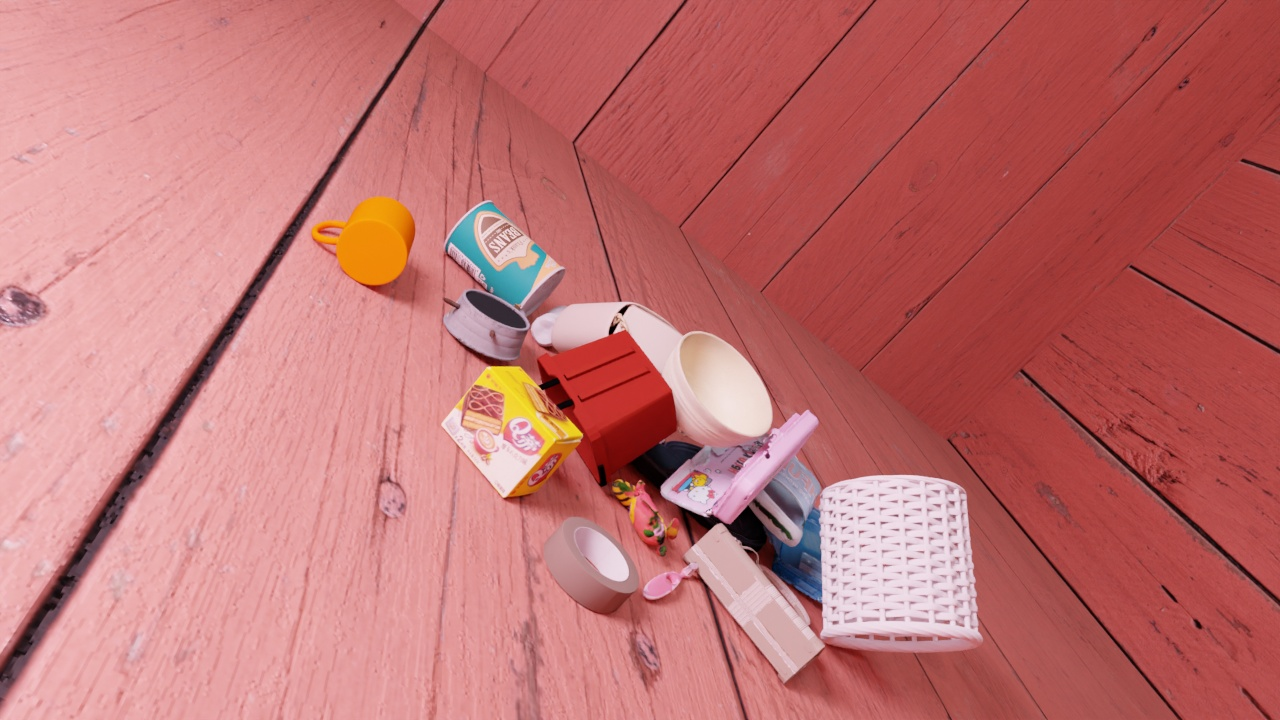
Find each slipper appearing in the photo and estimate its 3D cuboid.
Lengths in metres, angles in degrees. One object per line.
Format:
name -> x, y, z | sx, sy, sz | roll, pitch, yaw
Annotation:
slipper -> 0.191, 0.157, 1.229 | 0.104, 0.074, 0.245 | 45, 19, -4
slipper -> 0.090, 0.154, 1.212 | 0.265, 0.083, 0.108 | 40, 13, -20

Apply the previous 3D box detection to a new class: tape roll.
tape roll -> -0.046, 0.193, 0.870 | 0.093, 0.030, 0.093 | 38, 16, -13

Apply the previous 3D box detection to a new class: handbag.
handbag -> -0.008, 0.007, 1.239 | 0.208, 0.103, 0.211 | 39, -20, -29
handbag -> 0.156, 0.286, 1.099 | 0.175, 0.062, 0.198 | 49, 8, 24

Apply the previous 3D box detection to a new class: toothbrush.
toothbrush -> 0.033, 0.235, 0.979 | 0.021, 0.016, 0.134 | 46, 15, 17

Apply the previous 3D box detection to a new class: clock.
clock -> -0.182, -0.044, 1.143 | 0.104, 0.056, 0.147 | 36, 18, 16

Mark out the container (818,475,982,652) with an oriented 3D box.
container -> 0.321, 0.259, 1.152 | 0.189, 0.190, 0.186 | 27, 57, -43

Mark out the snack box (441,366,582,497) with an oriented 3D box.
snack box -> -0.127, 0.070, 0.911 | 0.106, 0.084, 0.061 | 46, 15, 17

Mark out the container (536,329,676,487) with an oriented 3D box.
container -> -0.074, 0.064, 1.045 | 0.148, 0.200, 0.127 | 53, -17, 35

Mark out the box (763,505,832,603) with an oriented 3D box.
box -> 0.216, 0.235, 1.321 | 0.175, 0.060, 0.231 | 50, 20, -2

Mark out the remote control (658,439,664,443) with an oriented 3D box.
remote control -> -0.019, 0.075, 1.296 | 0.131, 0.012, 0.033 | 38, 8, -14

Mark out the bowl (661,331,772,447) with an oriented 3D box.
bowl -> 0.080, 0.046, 1.109 | 0.150, 0.076, 0.150 | 29, 38, -26

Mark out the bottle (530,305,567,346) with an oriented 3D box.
bottle -> -0.122, -0.054, 1.340 | 0.044, 0.044, 0.136 | 41, 15, -1

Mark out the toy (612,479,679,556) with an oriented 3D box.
toy -> 0.006, 0.171, 1.030 | 0.084, 0.046, 0.103 | 45, 1, -41

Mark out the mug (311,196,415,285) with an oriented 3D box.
mug -> -0.322, -0.143, 1.061 | 0.112, 0.078, 0.095 | 8, 24, -11

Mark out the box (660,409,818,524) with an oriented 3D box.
box -> 0.122, 0.115, 1.128 | 0.101, 0.111, 0.200 | 38, 40, 15

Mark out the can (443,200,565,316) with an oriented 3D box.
can -> -0.193, -0.142, 1.304 | 0.144, 0.099, 0.099 | 43, 15, 4
